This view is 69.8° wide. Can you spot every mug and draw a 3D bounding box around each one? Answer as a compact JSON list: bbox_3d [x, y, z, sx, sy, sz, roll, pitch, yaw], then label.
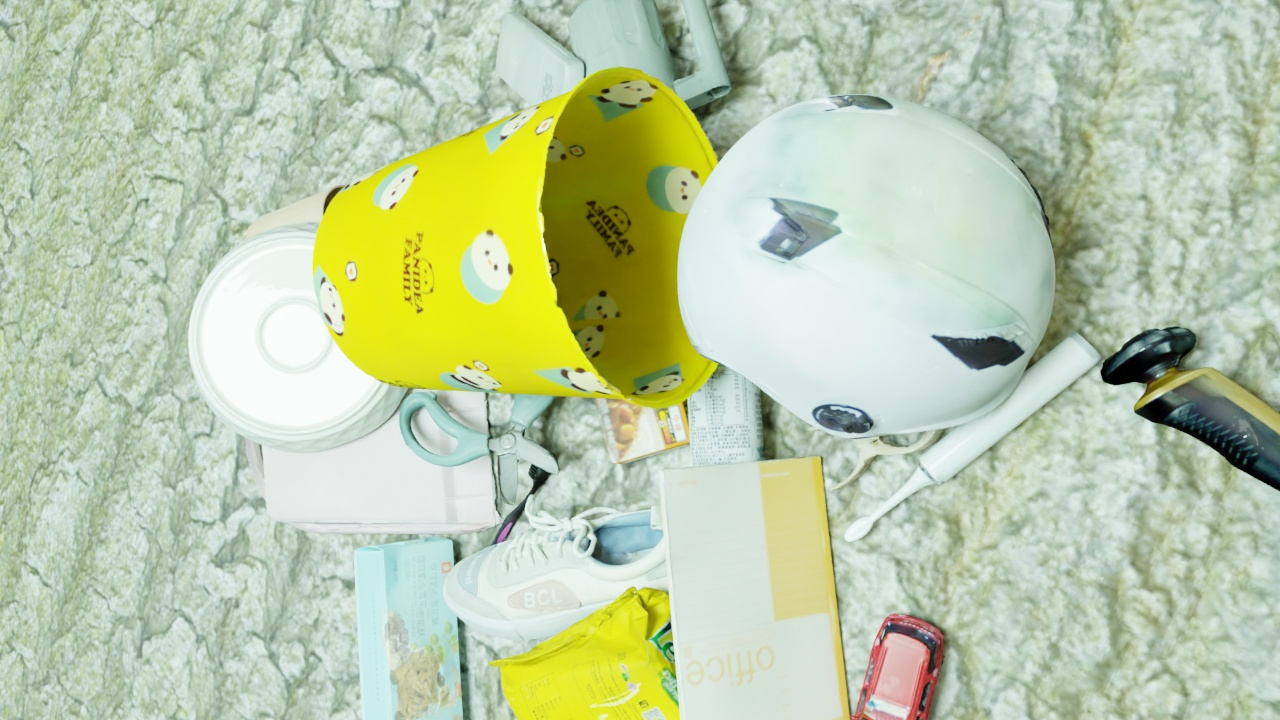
[{"bbox_3d":[0.006,-0.246,0.757,0.124,0.083,0.103,-18,77,21],"label":"mug"},{"bbox_3d":[-0.310,-0.098,0.898,0.104,0.084,0.125,-12,108,24],"label":"mug"}]

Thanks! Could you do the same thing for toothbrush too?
[{"bbox_3d":[-0.128,0.159,0.828,0.018,0.014,0.189,40,104,38],"label":"toothbrush"},{"bbox_3d":[0.233,0.062,0.664,0.221,0.026,0.026,-44,60,16],"label":"toothbrush"}]

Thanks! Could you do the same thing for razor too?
[{"bbox_3d":[0.384,0.038,0.589,0.167,0.062,0.067,38,71,16],"label":"razor"}]

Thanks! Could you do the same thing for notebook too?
[{"bbox_3d":[0.085,0.177,0.674,0.010,0.145,0.206,-17,76,62],"label":"notebook"}]

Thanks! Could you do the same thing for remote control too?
[{"bbox_3d":[-0.089,-0.253,0.794,0.150,0.021,0.058,50,135,44],"label":"remote control"}]

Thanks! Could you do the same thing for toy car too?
[{"bbox_3d":[0.183,0.246,0.665,0.053,0.045,0.120,14,94,26],"label":"toy car"}]

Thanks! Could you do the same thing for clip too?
[{"bbox_3d":[0.180,0.064,0.685,0.099,0.034,0.066,-26,77,25],"label":"clip"}]

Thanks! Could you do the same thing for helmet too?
[{"bbox_3d":[0.159,-0.077,0.597,0.259,0.146,0.228,25,69,7],"label":"helmet"}]

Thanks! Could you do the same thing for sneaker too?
[{"bbox_3d":[-0.066,0.163,0.744,0.243,0.089,0.091,-12,127,21],"label":"sneaker"}]

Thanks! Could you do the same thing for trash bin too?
[{"bbox_3d":[-0.093,-0.074,0.691,0.256,0.229,0.229,-5,84,35],"label":"trash bin"}]

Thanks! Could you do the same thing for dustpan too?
[{"bbox_3d":[-0.270,0.059,0.899,0.273,0.139,0.222,-3,84,-4],"label":"dustpan"}]

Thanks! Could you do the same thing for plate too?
[{"bbox_3d":[-0.299,-0.021,0.807,0.205,0.045,0.205,0,89,-4],"label":"plate"}]

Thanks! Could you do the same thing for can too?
[{"bbox_3d":[0.067,0.059,0.721,0.058,0.058,0.146,-6,84,24],"label":"can"}]

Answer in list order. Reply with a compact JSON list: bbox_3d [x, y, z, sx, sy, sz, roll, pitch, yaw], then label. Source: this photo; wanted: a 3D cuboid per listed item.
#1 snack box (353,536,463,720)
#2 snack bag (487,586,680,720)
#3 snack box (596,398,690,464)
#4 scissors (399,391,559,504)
[{"bbox_3d":[-0.206,0.248,0.816,0.052,0.074,0.174,-10,82,43],"label":"snack box"},{"bbox_3d":[0.007,0.301,0.696,0.158,0.068,0.246,-33,91,20],"label":"snack bag"},{"bbox_3d":[-0.005,0.005,0.774,0.075,0.026,0.153,-19,78,23],"label":"snack box"},{"bbox_3d":[-0.142,0.047,0.802,0.181,0.019,0.170,-8,64,12],"label":"scissors"}]
